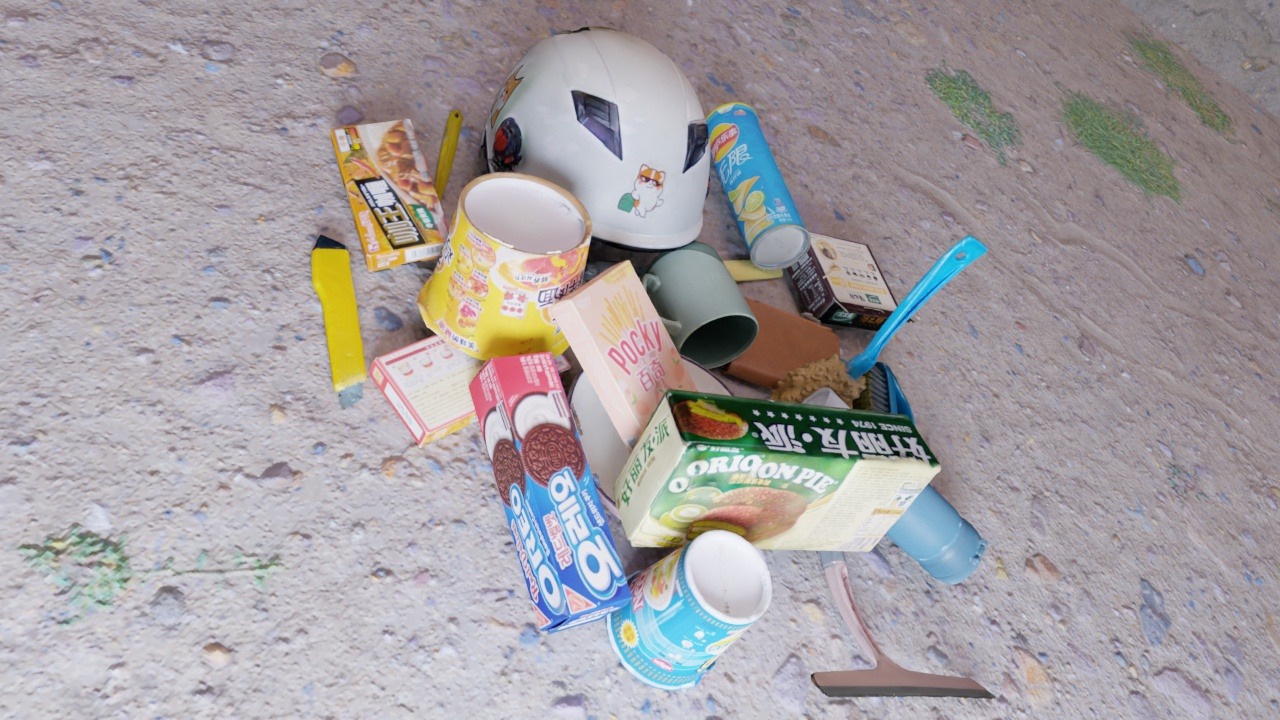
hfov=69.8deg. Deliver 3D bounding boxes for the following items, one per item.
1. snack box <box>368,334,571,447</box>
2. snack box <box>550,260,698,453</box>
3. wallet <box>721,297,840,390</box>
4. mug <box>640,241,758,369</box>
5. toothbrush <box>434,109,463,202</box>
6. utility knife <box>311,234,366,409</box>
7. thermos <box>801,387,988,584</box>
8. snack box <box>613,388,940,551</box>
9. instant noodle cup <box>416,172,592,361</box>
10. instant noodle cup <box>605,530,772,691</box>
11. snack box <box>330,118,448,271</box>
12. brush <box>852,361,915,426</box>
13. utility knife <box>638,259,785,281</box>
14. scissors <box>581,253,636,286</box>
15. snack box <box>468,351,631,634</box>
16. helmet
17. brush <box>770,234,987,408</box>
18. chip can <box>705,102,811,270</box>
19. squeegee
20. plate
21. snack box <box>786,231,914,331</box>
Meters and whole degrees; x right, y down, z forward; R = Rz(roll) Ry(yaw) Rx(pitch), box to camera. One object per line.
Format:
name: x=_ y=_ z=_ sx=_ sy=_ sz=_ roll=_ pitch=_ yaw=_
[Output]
snack box: x=-0.139 y=0.008 z=0.768 sx=0.155 sy=0.027 sz=0.077 roll=-26 pitch=72 yaw=-41
snack box: x=-0.004 y=0.004 z=0.752 sx=0.084 sy=0.026 sz=0.157 roll=-40 pitch=107 yaw=-45
wallet: x=0.148 y=-0.011 z=0.953 sx=0.131 sy=0.031 sz=0.107 roll=19 pitch=52 yaw=-17
mug: x=0.044 y=-0.057 z=0.885 sx=0.111 sy=0.082 sz=0.106 roll=0 pitch=51 yaw=-33
toothbrush: x=-0.192 y=-0.184 z=0.894 sx=0.015 sy=0.017 sz=0.189 roll=17 pitch=49 yaw=-18
utility knife: x=-0.245 y=-0.033 z=0.744 sx=0.033 sy=0.015 sz=0.170 roll=-2 pitch=58 yaw=-26
thermos: x=0.227 y=0.121 z=0.851 sx=0.220 sy=0.070 sz=0.070 roll=43 pitch=45 yaw=-8
snack box: x=0.109 y=0.093 z=0.726 sx=0.239 sy=0.115 sz=0.063 roll=7 pitch=40 yaw=-26
instant noodle cup: x=-0.105 y=-0.081 z=0.762 sx=0.138 sy=0.110 sz=0.137 roll=12 pitch=43 yaw=-12
instant noodle cup: x=0.041 y=0.180 z=0.683 sx=0.099 sy=0.110 sz=0.099 roll=17 pitch=48 yaw=-20
snack box: x=-0.226 y=-0.152 z=0.828 sx=0.075 sy=0.026 sz=0.153 roll=-14 pitch=62 yaw=-18
brush: x=0.245 y=0.061 z=0.938 sx=0.073 sy=0.055 sz=0.143 roll=21 pitch=47 yaw=-15
utility knife: x=0.085 y=-0.099 z=0.993 sx=0.212 sy=0.022 sz=0.031 roll=-4 pitch=57 yaw=-41
scissors: x=-0.087 y=-0.108 z=0.897 sx=0.170 sy=0.019 sz=0.180 roll=-10 pitch=60 yaw=-34
snack box: x=-0.071 y=0.097 z=0.700 sx=0.058 sy=0.057 sz=0.207 roll=-7 pitch=69 yaw=-35
helmet: x=-0.030 y=-0.234 z=0.895 sx=0.229 sy=0.157 sz=0.274 roll=6 pitch=31 yaw=-26
brush: x=0.221 y=-0.020 z=0.861 sx=0.083 sy=0.255 sz=0.045 roll=29 pitch=28 yaw=-24
chip can: x=0.130 y=-0.203 z=1.056 sx=0.071 sy=0.071 sz=0.210 roll=6 pitch=49 yaw=-27
squeegee: x=0.180 y=0.186 z=0.813 sx=0.247 sy=0.040 sz=0.249 roll=18 pitch=40 yaw=-39
plate: x=0.018 y=0.075 z=0.802 sx=0.192 sy=0.039 sz=0.192 roll=16 pitch=49 yaw=-20
snack box: x=0.233 y=-0.084 z=1.041 sx=0.113 sy=0.053 sz=0.125 roll=6 pitch=53 yaw=-34
